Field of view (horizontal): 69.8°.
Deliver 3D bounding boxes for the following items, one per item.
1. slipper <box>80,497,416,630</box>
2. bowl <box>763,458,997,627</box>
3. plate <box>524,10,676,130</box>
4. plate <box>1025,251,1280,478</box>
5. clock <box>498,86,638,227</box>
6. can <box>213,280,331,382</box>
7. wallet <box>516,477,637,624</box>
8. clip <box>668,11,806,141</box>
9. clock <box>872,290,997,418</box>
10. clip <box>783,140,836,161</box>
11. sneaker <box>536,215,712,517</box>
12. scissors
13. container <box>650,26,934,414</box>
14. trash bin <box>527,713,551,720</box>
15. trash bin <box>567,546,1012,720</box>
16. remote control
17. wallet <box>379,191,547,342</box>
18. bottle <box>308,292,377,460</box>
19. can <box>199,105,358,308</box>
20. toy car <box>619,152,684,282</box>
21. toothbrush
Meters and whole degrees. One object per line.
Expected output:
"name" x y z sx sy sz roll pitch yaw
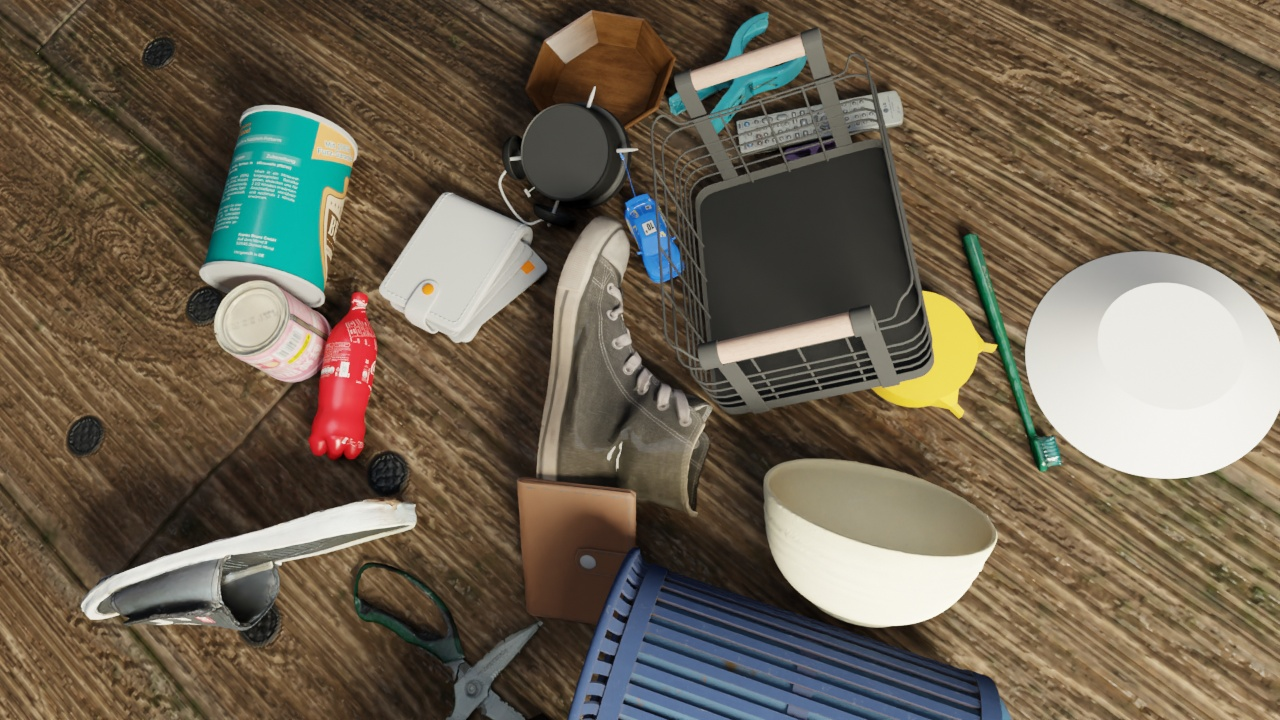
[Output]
"slipper" -0.295 0.167 0.695 0.264 0.111 0.063 -19 77 0
"bowl" 0.151 0.128 0.612 0.151 0.150 0.075 12 105 14
"plate" -0.034 -0.248 0.814 0.131 0.025 0.131 -3 72 10
"plate" 0.371 -0.005 0.656 0.174 0.036 0.173 -3 72 10
"clock" -0.065 -0.165 0.771 0.121 0.042 0.091 -34 87 18
"can" -0.304 -0.023 0.768 0.067 0.076 0.067 -3 72 10
"wallet" -0.045 0.141 0.661 0.087 0.013 0.121 5 116 12
"clip" 0.075 -0.260 0.798 0.130 0.030 0.120 -25 74 1
"clock" 0.195 -0.015 0.691 0.129 0.044 0.099 29 80 10
"clip" 0.145 -0.169 0.763 0.050 0.013 0.029 -2 71 13
"sneaker" -0.005 0.004 0.696 0.120 0.095 0.234 3 71 9
"scissors" -0.169 0.245 0.691 0.201 0.015 0.206 -45 70 -6
"container" 0.104 -0.090 0.654 0.163 0.130 0.241 -13 62 19
"trash bin" -0.070 0.343 0.569 0.140 0.140 0.171 32 81 14
"trash bin" 0.091 0.223 0.575 0.249 0.139 0.139 17 76 8
"remote control" 0.150 -0.199 0.770 0.136 0.013 0.033 -8 72 8
"wallet" -0.144 -0.073 0.776 0.115 0.037 0.118 25 75 17
"bottle" -0.244 0.011 0.764 0.042 0.042 0.141 0 73 11
"can" -0.308 -0.129 0.790 0.099 0.099 0.143 3 73 12
"toy car" 0.004 -0.116 0.746 0.033 0.062 0.092 -23 70 3
"toothbrush" 0.276 -0.010 0.686 0.017 0.016 0.189 -14 71 8
